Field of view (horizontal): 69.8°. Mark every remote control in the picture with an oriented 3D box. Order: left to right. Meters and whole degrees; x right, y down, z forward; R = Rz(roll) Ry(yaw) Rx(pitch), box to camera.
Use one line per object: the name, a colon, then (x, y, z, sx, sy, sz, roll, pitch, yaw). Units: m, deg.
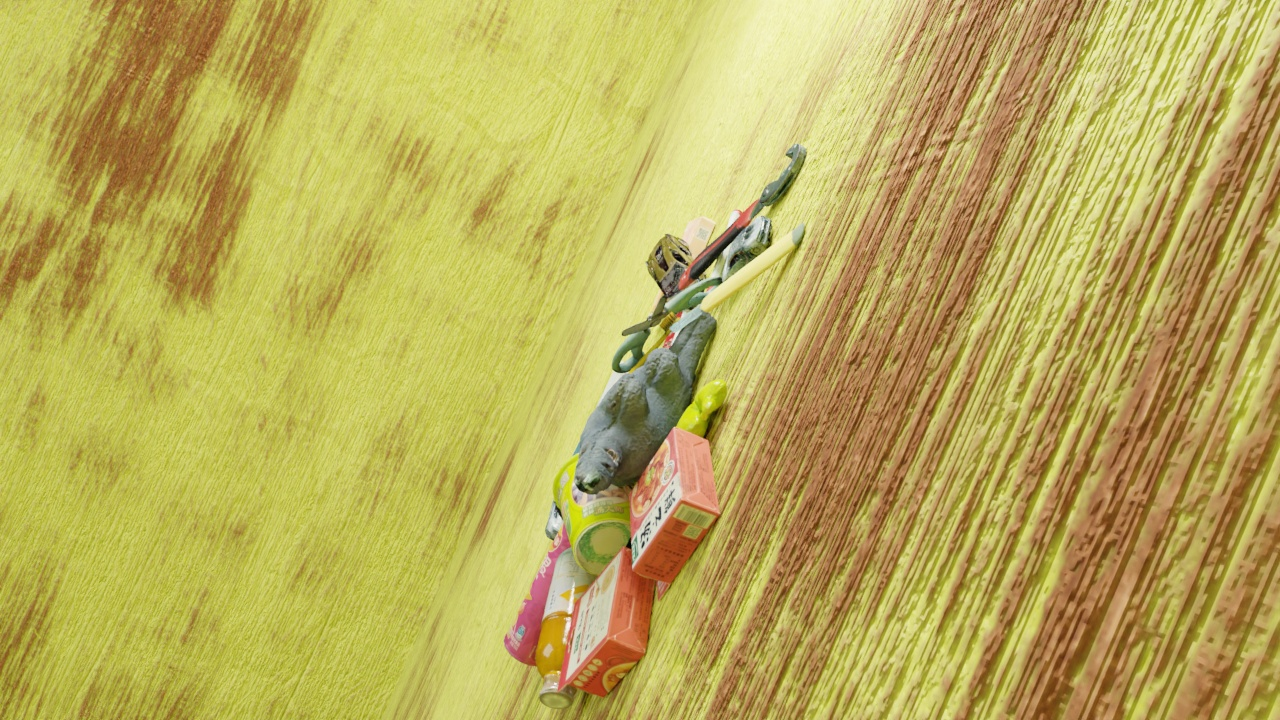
remote control: (0.039, -0.006, 1.257, 0.135, 0.020, 0.056, -69, 12, -17)

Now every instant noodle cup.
instant noodle cup: (-0.042, 0.179, 1.052, 0.112, 0.111, 0.123, -62, 19, 21)

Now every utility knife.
utility knife: (0.100, -0.085, 1.001, 0.205, 0.021, 0.030, -32, 32, 31)

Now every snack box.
snack box: (-0.033, 0.274, 0.946, 0.127, 0.044, 0.113, -56, 16, 39)
snack box: (0.025, 0.150, 0.907, 0.127, 0.044, 0.113, -60, 18, 27)
snack box: (0.064, -0.141, 1.405, 0.157, 0.026, 0.084, -66, 11, -2)

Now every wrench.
wrench: (0.121, -0.170, 1.158, 0.274, 0.016, 0.056, -46, 24, 45)

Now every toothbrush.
toothbrush: (-0.007, 0.007, 1.133, 0.191, 0.016, 0.015, -51, -5, 37)

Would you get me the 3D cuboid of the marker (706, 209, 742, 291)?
marker: (0.109, -0.137, 1.206, 0.017, 0.017, 0.145, 137, 154, -65)

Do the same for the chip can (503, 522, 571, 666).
chip can: (-0.104, 0.291, 1.179, 0.071, 0.071, 0.211, -97, 32, -70)

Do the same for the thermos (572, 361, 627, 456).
thermos: (-0.051, 0.110, 1.328, 0.070, 0.070, 0.221, -101, 36, -72)

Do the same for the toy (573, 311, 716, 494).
toy: (0.000, 0.064, 1.019, 0.355, 0.091, 0.138, -49, -16, -54)

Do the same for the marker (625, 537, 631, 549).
marker: (-0.017, 0.224, 0.986, 0.124, 0.018, 0.015, 109, 177, -46)

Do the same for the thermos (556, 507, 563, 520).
thermos: (-0.033, 0.117, 1.193, 0.243, 0.068, 0.089, -62, -7, 22)

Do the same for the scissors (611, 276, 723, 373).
scissors: (0.028, -0.042, 1.140, 0.170, 0.019, 0.170, -26, -18, -36)

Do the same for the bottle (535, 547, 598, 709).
bottle: (-0.078, 0.300, 1.043, 0.068, 0.068, 0.189, -57, 14, 39)

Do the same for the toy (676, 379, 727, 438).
toy: (0.059, 0.064, 0.977, 0.100, 0.031, 0.097, -61, 1, -3)

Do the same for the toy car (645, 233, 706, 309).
toy car: (0.051, -0.127, 1.325, 0.070, 0.042, 0.158, -55, 34, 19)

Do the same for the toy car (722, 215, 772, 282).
toy car: (0.122, -0.128, 1.087, 0.106, 0.031, 0.048, 126, 165, -51)

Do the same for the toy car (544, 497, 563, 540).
toy car: (-0.108, 0.229, 1.377, 0.120, 0.054, 0.037, -82, 16, -59)
